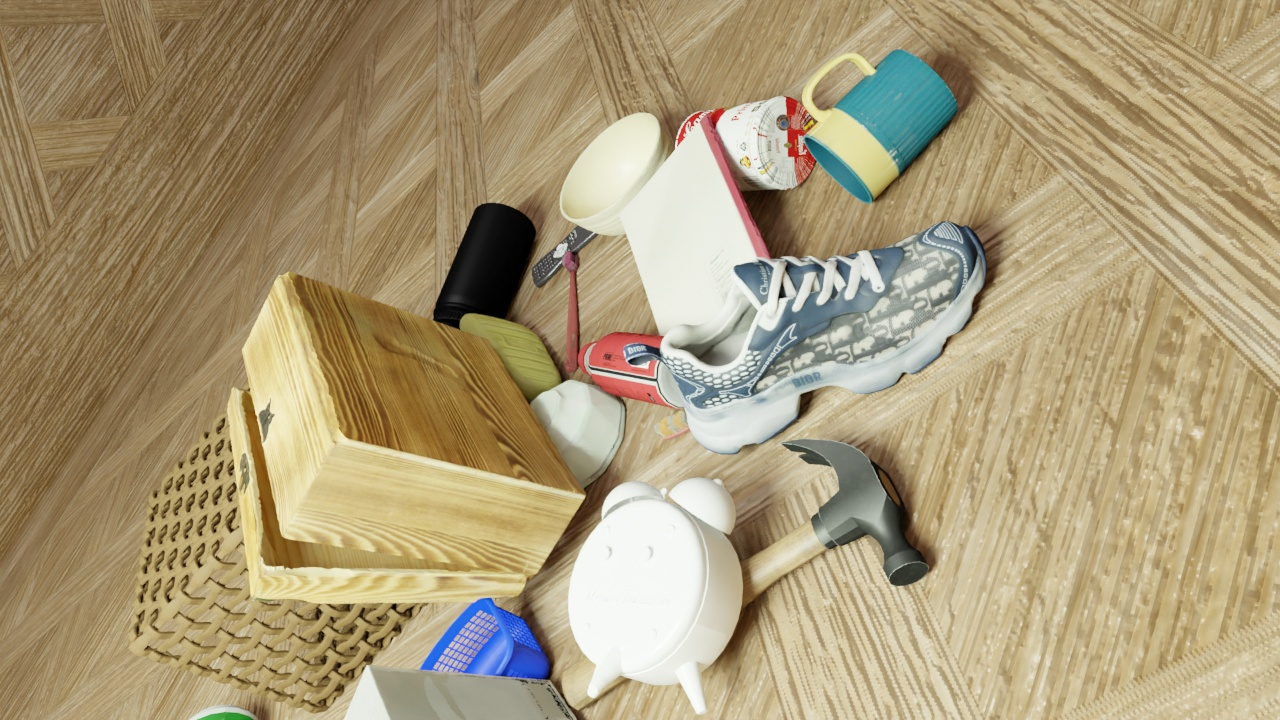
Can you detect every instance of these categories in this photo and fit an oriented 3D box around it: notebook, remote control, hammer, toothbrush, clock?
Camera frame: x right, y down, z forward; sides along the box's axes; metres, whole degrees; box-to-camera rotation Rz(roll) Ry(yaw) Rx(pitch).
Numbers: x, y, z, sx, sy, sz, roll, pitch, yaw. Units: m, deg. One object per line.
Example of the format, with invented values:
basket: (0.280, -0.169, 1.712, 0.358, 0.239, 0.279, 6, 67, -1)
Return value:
notebook: (0.048, -0.113, 0.881, 0.153, 0.012, 0.208, -44, 49, 37)
remote control: (-0.090, -0.141, 1.141, 0.125, 0.009, 0.046, -41, 37, 16)
hammer: (0.057, 0.172, 0.684, 0.306, 0.040, 0.132, -38, 41, 21)
toothbrush: (-0.081, -0.060, 1.054, 0.016, 0.016, 0.189, -31, 40, 26)
clock: (0.005, 0.161, 0.660, 0.126, 0.073, 0.160, -10, 59, 41)
toothbrush: (0.089, 0.028, 0.789, 0.185, 0.015, 0.015, -28, 44, 28)

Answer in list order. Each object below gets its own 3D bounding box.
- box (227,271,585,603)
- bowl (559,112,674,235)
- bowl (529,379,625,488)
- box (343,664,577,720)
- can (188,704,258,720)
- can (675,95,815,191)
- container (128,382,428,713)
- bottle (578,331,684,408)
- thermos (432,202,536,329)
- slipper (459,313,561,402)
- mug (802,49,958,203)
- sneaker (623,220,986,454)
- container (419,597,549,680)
box: (-0.218, 0.076, 0.829, 0.168, 0.244, 0.279, -62, 38, 16)
bowl: (-0.013, -0.200, 1.048, 0.151, 0.075, 0.150, -30, 40, 29)
bowl: (-0.077, 0.067, 0.902, 0.118, 0.061, 0.117, -30, 40, 30)
box: (-0.242, 0.309, 0.579, 0.166, 0.477, 0.119, 33, 124, 55)
can: (-0.446, 0.442, 0.969, 0.088, 0.087, 0.140, -47, 35, 7)
can: (0.105, -0.212, 0.916, 0.117, 0.086, 0.086, 9, 67, 52)
container: (-0.375, 0.187, 0.995, 0.214, 0.219, 0.251, -47, 36, 8)
bottle: (-0.005, 0.005, 0.866, 0.177, 0.062, 0.062, 9, 67, 59)
thermos: (-0.202, -0.095, 1.161, 0.086, 0.086, 0.198, -13, 51, 42)
slipper: (-0.149, 0.011, 1.027, 0.190, 0.091, 0.082, 44, 119, 54)
mug: (0.197, -0.213, 0.790, 0.107, 0.113, 0.083, -45, 13, 8)
sneaker: (0.123, -0.037, 0.696, 0.270, 0.132, 0.103, -31, 40, 19)
container: (-0.136, 0.274, 0.790, 0.114, 0.058, 0.096, -52, 35, 1)
